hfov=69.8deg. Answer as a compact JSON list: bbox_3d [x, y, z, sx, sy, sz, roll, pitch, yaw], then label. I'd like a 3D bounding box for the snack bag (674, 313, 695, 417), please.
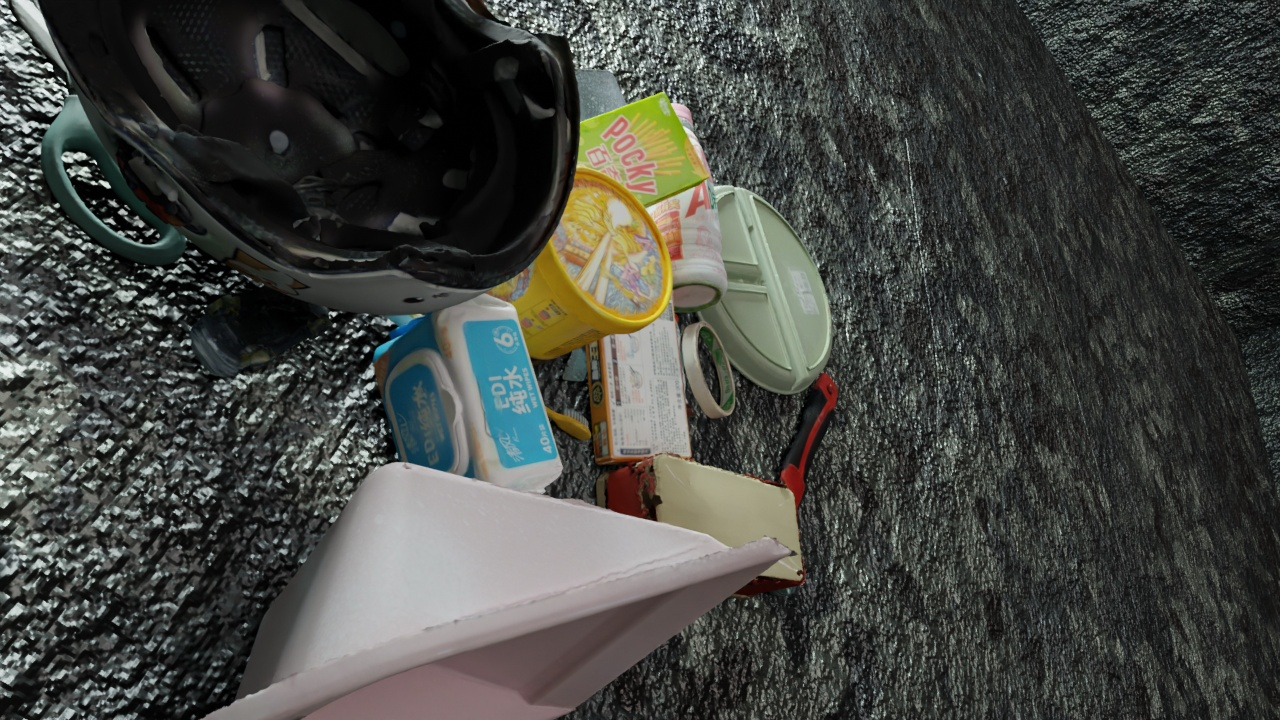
[{"bbox_3d":[0.020,-0.001,0.770,0.048,0.026,0.104,7,65,-36],"label":"snack bag"}]

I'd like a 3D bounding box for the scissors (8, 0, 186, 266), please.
[{"bbox_3d":[-0.302,-0.123,0.498,0.185,0.019,0.131,43,43,-20],"label":"scissors"}]

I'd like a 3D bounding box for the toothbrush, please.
[{"bbox_3d":[-0.105,0.005,0.641,0.191,0.016,0.018,36,35,-29],"label":"toothbrush"}]

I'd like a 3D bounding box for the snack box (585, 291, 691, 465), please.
[{"bbox_3d":[-0.004,0.004,0.716,0.075,0.026,0.153,4,74,-34],"label":"snack box"}]

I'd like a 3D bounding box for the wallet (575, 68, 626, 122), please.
[{"bbox_3d":[-0.043,-0.218,0.833,0.120,0.019,0.097,-22,88,-52],"label":"wallet"}]

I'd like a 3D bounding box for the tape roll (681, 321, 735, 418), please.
[{"bbox_3d":[0.060,0.008,0.798,0.086,0.014,0.085,46,35,-47],"label":"tape roll"}]

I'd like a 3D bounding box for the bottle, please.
[{"bbox_3d":[0.036,-0.143,0.833,0.068,0.068,0.196,18,57,-41],"label":"bottle"}]

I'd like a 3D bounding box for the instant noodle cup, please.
[{"bbox_3d":[-0.057,-0.057,0.649,0.118,0.115,0.118,25,52,-36],"label":"instant noodle cup"}]

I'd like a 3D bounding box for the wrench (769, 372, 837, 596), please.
[{"bbox_3d":[0.151,0.103,0.863,0.056,0.016,0.272,48,42,-20],"label":"wrench"}]

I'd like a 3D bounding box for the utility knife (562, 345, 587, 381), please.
[{"bbox_3d":[-0.033,-0.056,0.752,0.033,0.015,0.194,36,48,-23],"label":"utility knife"}]

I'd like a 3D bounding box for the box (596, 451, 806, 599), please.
[{"bbox_3d":[0.055,0.125,0.695,0.168,0.080,0.091,19,56,-41],"label":"box"}]

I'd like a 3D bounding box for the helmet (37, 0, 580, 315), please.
[{"bbox_3d":[-0.177,-0.133,0.502,0.274,0.157,0.229,32,58,-20],"label":"helmet"}]

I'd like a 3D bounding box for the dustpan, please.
[{"bbox_3d":[-0.086,0.163,0.423,0.273,0.223,0.138,21,41,-23],"label":"dustpan"}]

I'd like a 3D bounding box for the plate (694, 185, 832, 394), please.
[{"bbox_3d":[0.123,-0.077,0.926,0.230,0.028,0.229,24,53,-38],"label":"plate"}]

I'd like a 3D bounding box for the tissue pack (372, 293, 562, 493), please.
[{"bbox_3d":[-0.110,0.032,0.561,0.063,0.090,0.140,-5,73,-49],"label":"tissue pack"}]

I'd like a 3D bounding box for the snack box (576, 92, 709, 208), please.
[{"bbox_3d":[-0.026,-0.159,0.761,0.156,0.026,0.086,-27,90,-25],"label":"snack box"}]

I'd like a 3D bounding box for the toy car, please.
[{"bbox_3d":[-0.214,-0.020,0.521,0.043,0.034,0.090,52,27,-7],"label":"toy car"}]
